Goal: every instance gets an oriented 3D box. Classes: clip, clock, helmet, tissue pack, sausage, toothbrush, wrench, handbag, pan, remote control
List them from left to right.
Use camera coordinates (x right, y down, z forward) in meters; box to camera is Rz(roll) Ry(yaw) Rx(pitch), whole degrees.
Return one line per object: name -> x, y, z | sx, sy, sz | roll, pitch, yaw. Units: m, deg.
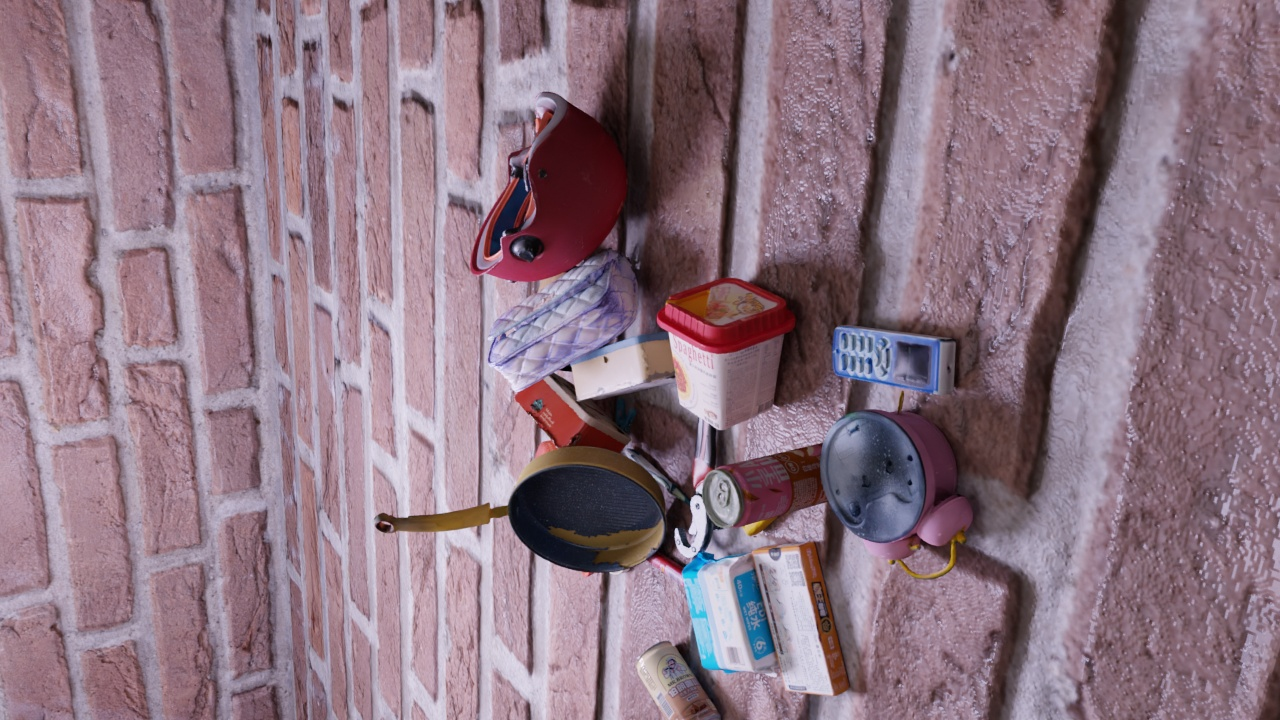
pan -> -0.145, 0.192, 1.133 | 0.078, 0.357, 0.198 | -80, -7, -51
helmet -> -0.103, -0.190, 1.126 | 0.241, 0.144, 0.206 | -57, 23, 30
handbag -> -0.097, -0.053, 1.126 | 0.194, 0.075, 0.134 | -29, 26, 19
clip -> -0.021, 0.079, 1.199 | 0.033, 0.013, 0.054 | 39, 127, 46
toothbrush -> 0.033, 0.157, 1.132 | 0.192, 0.018, 0.016 | 36, 124, 45
sausage -> 0.052, 0.265, 1.128 | 0.156, 0.020, 0.020 | 21, 114, 52
wrench -> 0.072, 0.099, 1.053 | 0.056, 0.016, 0.273 | 19, 107, 51
tissue pack -> 0.104, 0.281, 1.017 | 0.090, 0.063, 0.140 | -21, 81, 52
remote control -> 0.224, -0.003, 0.819 | 0.125, 0.024, 0.049 | 14, 108, 55
clock -> 0.228, 0.116, 0.810 | 0.117, 0.059, 0.158 | -40, 63, 50

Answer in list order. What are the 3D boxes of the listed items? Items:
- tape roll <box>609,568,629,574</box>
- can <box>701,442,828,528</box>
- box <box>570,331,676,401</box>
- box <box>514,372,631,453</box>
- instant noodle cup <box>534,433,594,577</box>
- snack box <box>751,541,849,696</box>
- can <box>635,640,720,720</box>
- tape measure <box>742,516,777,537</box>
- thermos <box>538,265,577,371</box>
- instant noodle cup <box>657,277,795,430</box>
tape roll -> -0.038, 0.250, 1.257 | 0.086, 0.013, 0.086 | 16, 109, 53
can -> 0.132, 0.117, 0.869 | 0.058, 0.147, 0.058 | 16, 109, 54
box -> -0.007, 0.006, 1.099 | 0.185, 0.089, 0.059 | -20, 80, 52
box -> -0.095, 0.083, 1.203 | 0.076, 0.091, 0.168 | -54, 40, 4
instant noodle cup -> -0.101, 0.184, 1.268 | 0.188, 0.079, 0.165 | 57, 136, 48
snack box -> 0.166, 0.269, 0.959 | 0.075, 0.026, 0.153 | -22, 79, 54
can -> 0.045, 0.409, 1.132 | 0.116, 0.058, 0.059 | 51, 135, 37
tape measure -> 0.123, 0.155, 0.995 | 0.060, 0.028, 0.057 | -55, 53, 45
thermos -> -0.111, -0.057, 1.242 | 0.093, 0.093, 0.143 | 32, 114, 48
instant noodle cup -> 0.088, -0.006, 0.948 | 0.116, 0.116, 0.124 | 32, 134, 48
